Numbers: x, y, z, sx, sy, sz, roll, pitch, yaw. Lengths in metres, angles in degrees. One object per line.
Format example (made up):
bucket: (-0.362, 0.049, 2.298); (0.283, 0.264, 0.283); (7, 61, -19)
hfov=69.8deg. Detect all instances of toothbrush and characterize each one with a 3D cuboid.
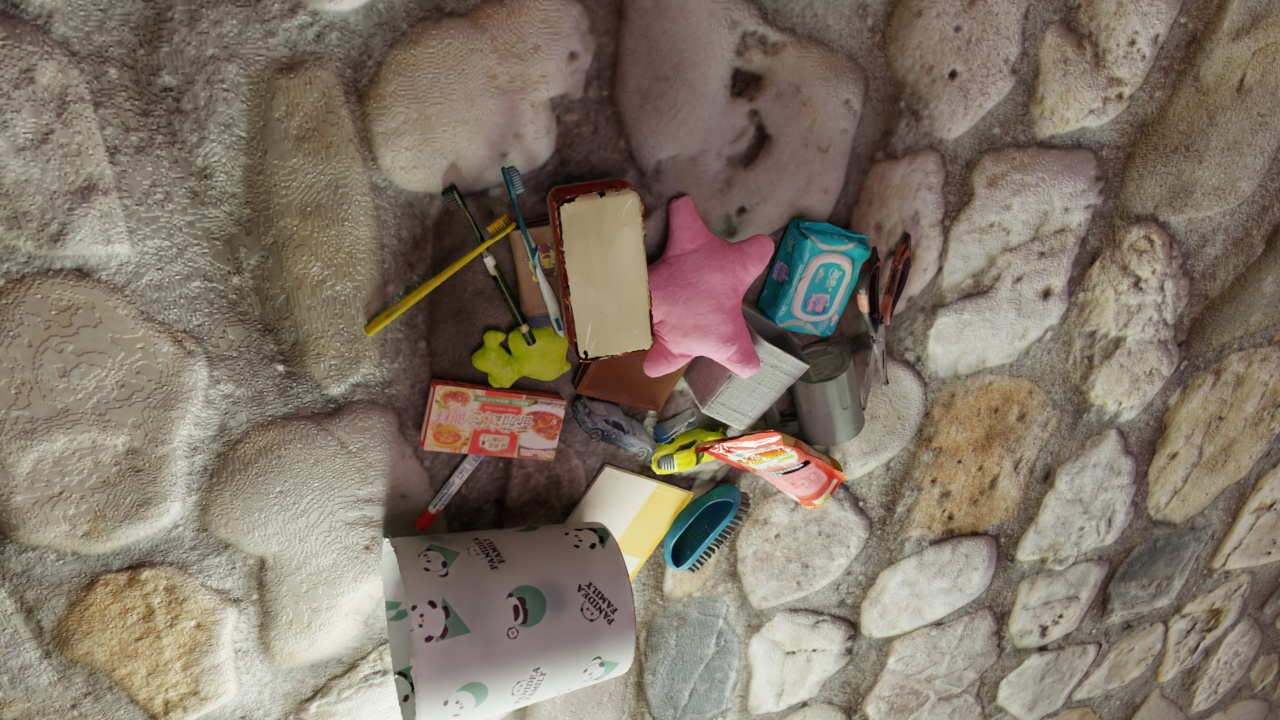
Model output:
toothbrush: (-0.149, -0.090, 0.914); (0.017, 0.012, 0.186); (-23, 119, 2)
toothbrush: (-0.101, -0.104, 0.906); (0.018, 0.016, 0.192); (-25, 123, -14)
toothbrush: (-0.199, -0.083, 0.896); (0.190, 0.015, 0.016); (-35, 112, 14)

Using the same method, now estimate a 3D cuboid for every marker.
marker: (-0.213, 0.140, 1.056); (0.017, 0.017, 0.145); (28, 108, -34)

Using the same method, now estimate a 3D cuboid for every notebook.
notebook: (-0.041, 0.231, 1.192); (0.145, 0.010, 0.207); (22, 111, -32)

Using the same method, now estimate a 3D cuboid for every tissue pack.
tissue pack: (0.198, -0.096, 1.047); (0.093, 0.050, 0.134); (5, 119, -24)

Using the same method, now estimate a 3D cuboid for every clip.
clip: (0.044, 0.079, 1.118); (0.057, 0.025, 0.036); (-23, 135, -13)

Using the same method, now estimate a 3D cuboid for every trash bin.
trash bin: (-0.154, 0.296, 1.056); (0.251, 0.229, 0.230); (-5, 123, -22)

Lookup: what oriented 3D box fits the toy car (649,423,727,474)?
toy car: (0.062, 0.113, 1.143); (0.105, 0.032, 0.048); (-16, 126, -14)

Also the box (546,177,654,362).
box: (-0.034, -0.086, 0.894); (0.091, 0.078, 0.168); (-11, 114, -10)

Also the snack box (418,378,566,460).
snack box: (-0.161, 0.067, 1.012); (0.152, 0.025, 0.075); (9, 102, -27)

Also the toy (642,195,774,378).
toy: (0.049, -0.076, 0.974); (0.178, 0.074, 0.195); (4, 101, 2)

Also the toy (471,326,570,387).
toy: (-0.125, -0.007, 0.986); (0.100, 0.031, 0.097); (-34, 126, 3)

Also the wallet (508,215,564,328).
wallet: (-0.086, -0.093, 0.945); (0.090, 0.033, 0.115); (-13, 122, -13)

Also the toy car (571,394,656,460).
toy car: (-0.028, 0.077, 1.067); (0.120, 0.054, 0.037); (29, 109, -35)

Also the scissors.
scissors: (0.285, -0.049, 1.088); (0.188, 0.015, 0.226); (21, 87, -57)

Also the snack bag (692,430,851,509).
snack bag: (0.172, 0.127, 1.144); (0.129, 0.073, 0.207); (-8, 155, 36)

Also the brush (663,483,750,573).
brush: (0.079, 0.218, 1.205); (0.073, 0.055, 0.144); (28, 108, -36)

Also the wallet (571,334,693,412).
wallet: (-0.006, 0.006, 1.045); (0.124, 0.032, 0.101); (16, 117, -29)

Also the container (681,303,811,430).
container: (0.117, 0.010, 1.062); (0.090, 0.090, 0.114); (25, 113, -33)

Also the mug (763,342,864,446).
mug: (0.209, 0.044, 1.136); (0.124, 0.083, 0.103); (-9, 128, 14)
